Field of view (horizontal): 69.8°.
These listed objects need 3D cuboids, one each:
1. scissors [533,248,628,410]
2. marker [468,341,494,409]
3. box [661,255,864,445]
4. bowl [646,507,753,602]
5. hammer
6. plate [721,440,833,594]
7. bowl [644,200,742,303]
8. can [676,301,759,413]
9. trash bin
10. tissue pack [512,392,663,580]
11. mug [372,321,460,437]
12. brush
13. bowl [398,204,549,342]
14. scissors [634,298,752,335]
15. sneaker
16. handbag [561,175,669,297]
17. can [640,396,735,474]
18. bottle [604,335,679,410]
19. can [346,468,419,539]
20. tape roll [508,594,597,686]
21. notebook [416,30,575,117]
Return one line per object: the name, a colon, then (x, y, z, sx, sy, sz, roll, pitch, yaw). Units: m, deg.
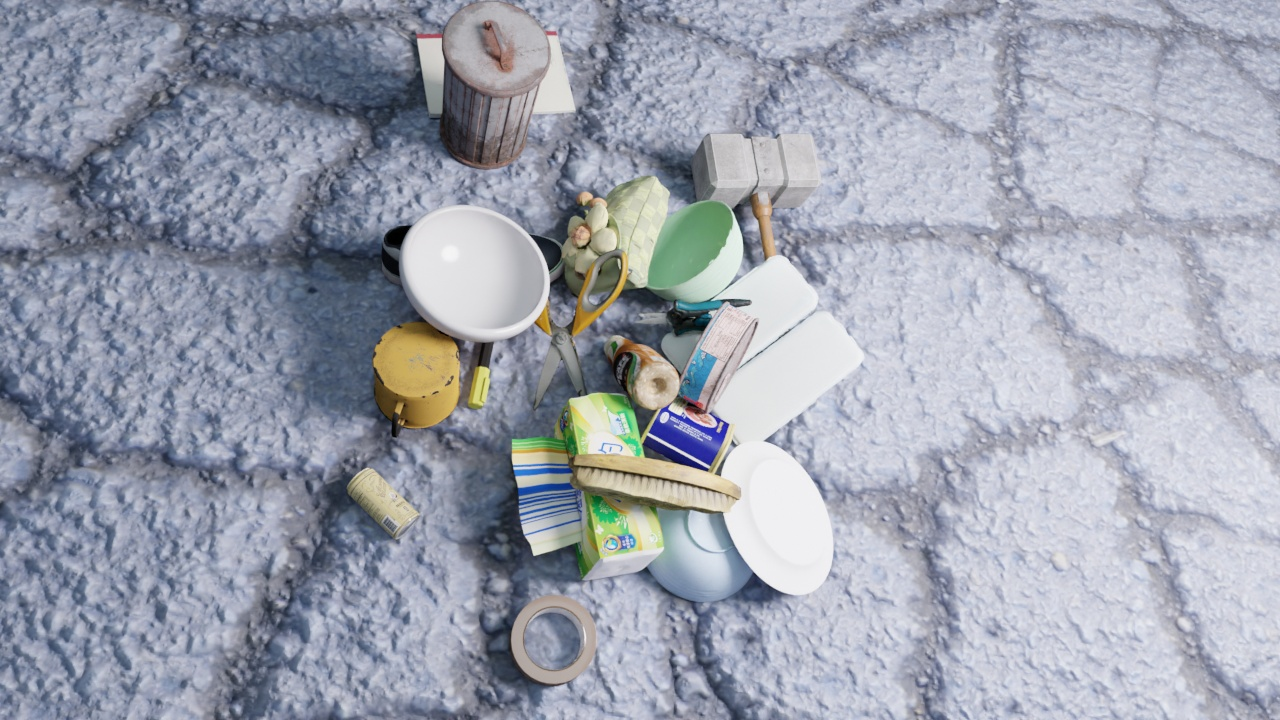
scissors: (-0.085, -0.050, 1.117, 0.217, 0.016, 0.225, -27, 82, 14)
marker: (-0.191, 0.001, 1.132, 0.021, 0.017, 0.123, -12, 57, 31)
box: (0.156, -0.012, 1.181, 0.208, 0.037, 0.189, -35, 75, -5)
bowl: (0.077, 0.199, 1.069, 0.150, 0.075, 0.150, 5, 64, -10)
hammer: (0.177, -0.155, 1.263, 0.162, 0.083, 0.317, -3, 74, -14)
plate: (0.169, 0.180, 1.080, 0.188, 0.016, 0.188, 24, 50, -32)
bowl: (0.074, -0.130, 1.201, 0.077, 0.151, 0.150, 45, 55, -37)
can: (0.093, -0.003, 1.101, 0.044, 0.130, 0.129, 29, 62, 10)
trash bin: (-0.192, -0.351, 1.179, 0.130, 0.212, 0.130, 4, 72, -13)
tissue pack: (-0.070, 0.146, 1.041, 0.141, 0.120, 0.197, -5, 60, -19)
mug: (-0.263, 0.026, 1.062, 0.100, 0.094, 0.123, 19, 63, -4)
brush: (0.017, 0.133, 0.980, 0.195, 0.059, 0.043, 13, 72, -16)
bowl: (-0.200, -0.093, 1.079, 0.176, 0.066, 0.176, 12, 59, -22)
scissors: (0.073, -0.051, 1.164, 0.144, 0.127, 0.019, 36, 24, -16)
sneaker: (-0.207, -0.137, 1.160, 0.235, 0.079, 0.084, -1, 65, -14)
handbag: (-0.039, -0.170, 1.184, 0.117, 0.113, 0.186, 40, 57, -37)
can: (0.058, 0.089, 1.098, 0.092, 0.116, 0.057, 28, 103, 4)
bottle: (-0.007, 0.006, 1.102, 0.059, 0.167, 0.059, -6, 109, -17)
can: (-0.288, 0.159, 1.027, 0.079, 0.038, 0.038, 42, 64, 8)
tape roll: (-0.096, 0.307, 1.005, 0.093, 0.030, 0.093, 5, 65, -10)
notebook: (-0.210, -0.417, 1.328, 0.208, 0.012, 0.153, -7, 66, -16)
